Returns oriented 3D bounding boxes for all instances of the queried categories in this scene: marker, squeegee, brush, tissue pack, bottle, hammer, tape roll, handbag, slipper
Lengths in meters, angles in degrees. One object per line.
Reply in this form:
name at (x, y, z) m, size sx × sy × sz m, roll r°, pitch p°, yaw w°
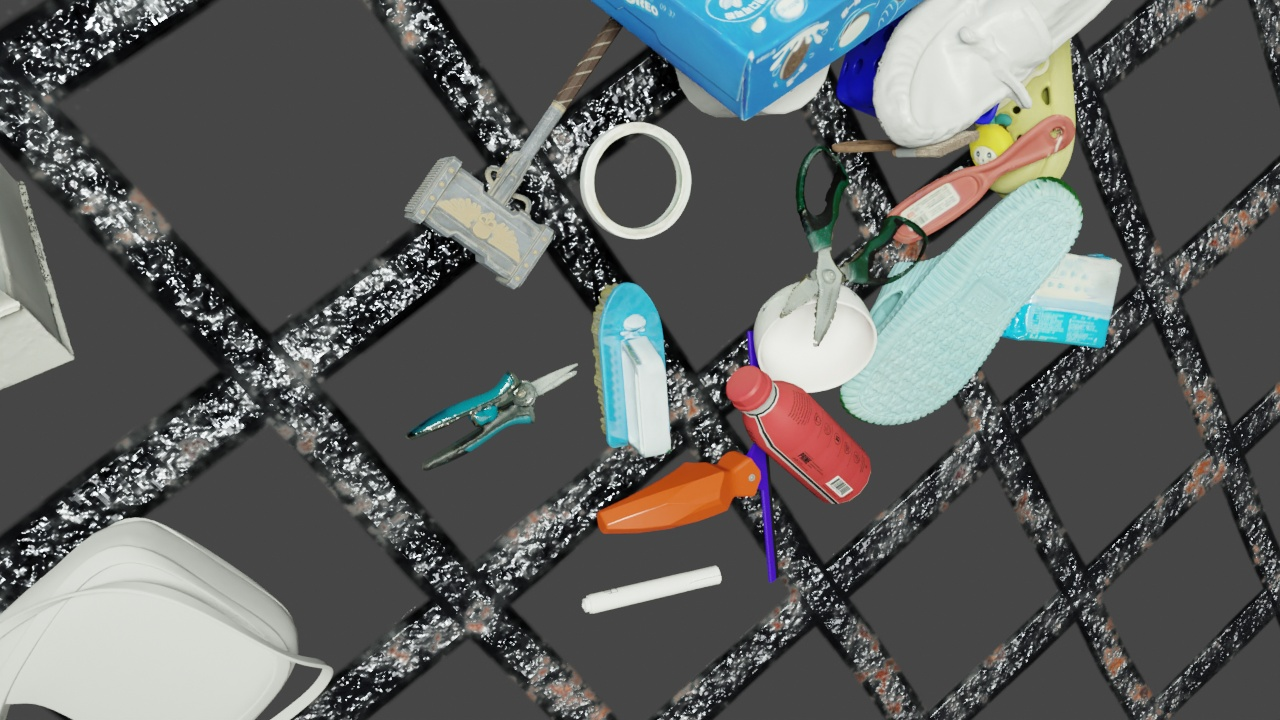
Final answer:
marker at (0.011, 0.208, 0.831) m, size 0.133 × 0.020 × 0.017 m, roll -8°, pitch 95°, yaw -20°
squeegee at (0.047, 0.114, 0.803) m, size 0.184 × 0.055 × 0.250 m, roll -15°, pitch 108°, yaw -26°
brush at (-0.004, 0.004, 0.746) m, size 0.055 × 0.075 × 0.136 m, roll -11°, pitch 106°, yaw -20°
brush at (0.295, -0.162, 0.809) m, size 0.173 × 0.030 × 0.041 m, roll -32°, pitch 108°, yaw 21°
tissue pack at (0.400, -0.064, 0.898) m, size 0.144 × 0.062 × 0.093 m, roll 4°, pitch 100°, yaw -23°
brush at (0.204, -0.175, 0.749) m, size 0.045 × 0.143 × 0.008 m, roll -26°, pitch 112°, yaw -23°
bottle at (0.136, 0.063, 0.803) m, size 0.062 × 0.062 × 0.176 m, roll -52°, pitch 128°, yaw -3°
hammer at (-0.048, -0.215, 0.699) m, size 0.098 × 0.044 × 0.322 m, roll 35°, pitch 86°, yaw -25°
tape roll at (-0.003, -0.145, 0.745) m, size 0.093 × 0.013 × 0.093 m, roll -5°, pitch 104°, yaw -20°
handbag at (-0.365, 0.245, 0.655) m, size 0.222 × 0.095 × 0.216 m, roll -47°, pitch 112°, yaw 0°
slipper at (0.331, -0.235, 0.817) m, size 0.081 × 0.092 × 0.190 m, roll -6°, pitch 101°, yaw -18°
slipper at (0.273, -0.247, 0.678) m, size 0.246 × 0.074 × 0.112 m, roll -40°, pitch 98°, yaw -7°
slipper at (0.287, -0.054, 0.845) m, size 0.116 × 0.069 × 0.276 m, roll 32°, pitch 106°, yaw -23°

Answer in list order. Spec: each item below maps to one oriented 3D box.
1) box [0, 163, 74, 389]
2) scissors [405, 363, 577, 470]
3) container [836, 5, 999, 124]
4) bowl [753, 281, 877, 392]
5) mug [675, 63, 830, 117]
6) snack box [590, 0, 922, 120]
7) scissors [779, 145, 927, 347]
box at (-0.366, 0.008, 0.369) m, size 0.166 × 0.506 × 0.149 m, roll -27°, pitch 115°, yaw -15°
scissors at (-0.121, 0.036, 0.739) m, size 0.138 × 0.019 × 0.129 m, roll 18°, pitch 95°, yaw -26°
container at (0.233, -0.245, 0.760) m, size 0.085 × 0.114 × 0.084 m, roll 13°, pitch 97°, yaw -24°
bowl at (0.148, -0.027, 0.799) m, size 0.105 × 0.054 × 0.105 m, roll -3°, pitch 133°, yaw -3°
mug at (0.072, -0.241, 0.710) m, size 0.121 × 0.090 × 0.091 m, roll 13°, pitch 97°, yaw -24°
snack box at (0.088, -0.293, 0.641) m, size 0.238 × 0.195 × 0.056 m, roll -37°, pitch 157°, yaw -20°
scissors at (0.182, -0.078, 0.765) m, size 0.154 × 0.015 × 0.208 m, roll 25°, pitch 59°, yaw -17°
